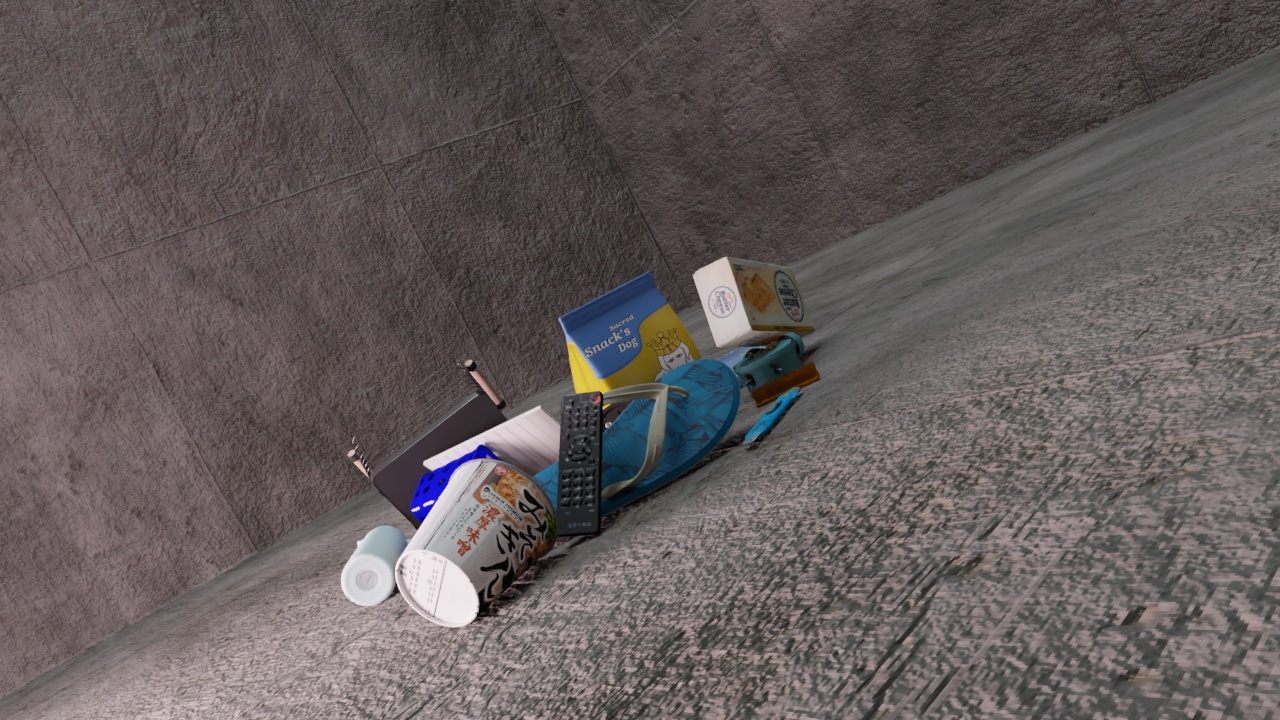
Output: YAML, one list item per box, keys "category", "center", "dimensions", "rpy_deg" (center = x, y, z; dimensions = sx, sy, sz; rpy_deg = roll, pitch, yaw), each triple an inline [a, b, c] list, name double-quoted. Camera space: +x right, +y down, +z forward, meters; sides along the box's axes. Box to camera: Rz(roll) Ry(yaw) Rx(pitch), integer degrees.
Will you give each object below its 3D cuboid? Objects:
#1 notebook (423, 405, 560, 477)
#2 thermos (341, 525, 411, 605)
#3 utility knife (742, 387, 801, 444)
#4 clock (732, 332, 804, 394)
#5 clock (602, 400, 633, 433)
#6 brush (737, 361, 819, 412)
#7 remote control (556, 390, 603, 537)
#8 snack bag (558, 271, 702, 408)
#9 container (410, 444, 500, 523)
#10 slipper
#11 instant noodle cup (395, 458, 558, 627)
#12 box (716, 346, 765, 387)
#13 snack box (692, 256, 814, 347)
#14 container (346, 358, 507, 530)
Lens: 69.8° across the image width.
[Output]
- category: "notebook"
  center: [-0.187, 0.144, 1.332]
  dimensions: [0.210, 0.142, 0.009]
  rpy_deg: [-26, 44, 21]
- category: "thermos"
  center: [-0.344, 0.264, 1.206]
  dimensions: [0.078, 0.065, 0.207]
  rpy_deg: [-5, 1, -9]
- category: "utility knife"
  center: [0.142, 0.060, 0.996]
  dimensions: [0.031, 0.015, 0.174]
  rpy_deg: [-30, 4, 29]
- category: "clock"
  center: [0.173, 0.003, 1.213]
  dimensions: [0.090, 0.053, 0.124]
  rpy_deg: [-24, 5, 25]
- category: "clock"
  center: [-0.023, 0.095, 1.089]
  dimensions: [0.121, 0.091, 0.042]
  rpy_deg: [-20, -5, 10]
- category: "brush"
  center: [0.158, 0.038, 1.124]
  dimensions: [0.126, 0.017, 0.048]
  rpy_deg: [-26, 5, 13]
- category: "remote control"
  center: [-0.060, 0.105, 0.936]
  dimensions: [0.047, 0.150, 0.022]
  rpy_deg: [-7, -24, 18]
- category: "snack bag"
  center: [-0.007, 0.007, 1.195]
  dimensions: [0.158, 0.205, 0.102]
  rpy_deg: [-30, 16, -30]
- category: "container"
  center: [-0.251, 0.189, 1.298]
  dimensions: [0.114, 0.084, 0.085]
  rpy_deg: [-27, 29, 24]
- category: "slipper"
  center: [-0.016, 0.090, 0.968]
  dimensions: [0.294, 0.118, 0.060]
  rpy_deg: [-34, -34, -10]
- category: "instant noodle cup"
  center: [-0.159, 0.176, 0.862]
  dimensions: [0.124, 0.123, 0.121]
  rpy_deg: [-25, 14, 32]
- category: "box"
  center: [0.114, 0.034, 1.363]
  dimensions: [0.209, 0.034, 0.127]
  rpy_deg: [-28, 15, -11]
- category: "snack box"
  center: [0.159, -0.076, 1.252]
  dimensions: [0.058, 0.104, 0.207]
  rpy_deg: [-25, -12, 32]
- category: "container"
  center: [-0.307, 0.132, 1.411]
  dimensions: [0.241, 0.163, 0.130]
  rpy_deg: [-39, 40, -9]
